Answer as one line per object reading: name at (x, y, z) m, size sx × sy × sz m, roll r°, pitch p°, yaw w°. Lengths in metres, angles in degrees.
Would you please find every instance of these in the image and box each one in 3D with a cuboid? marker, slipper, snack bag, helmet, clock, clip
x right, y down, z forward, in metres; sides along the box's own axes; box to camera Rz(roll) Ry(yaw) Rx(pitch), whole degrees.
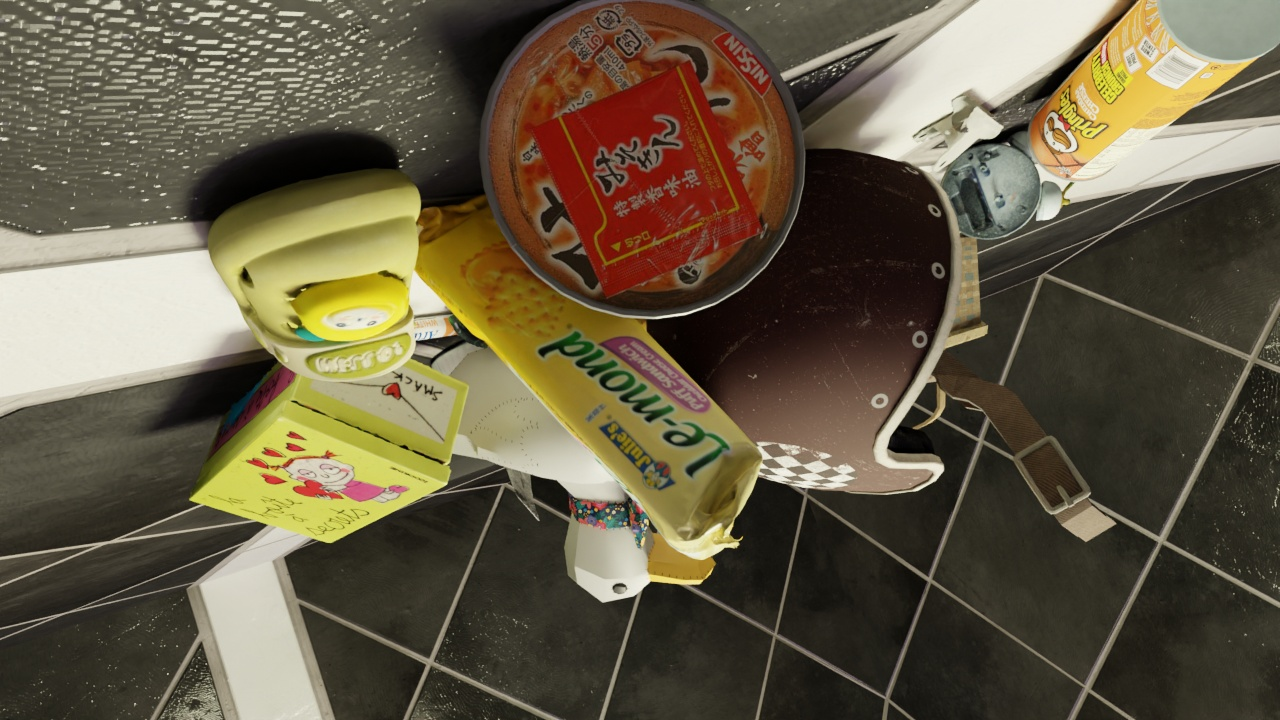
marker at (-0.154, -0.025, 0.683) m, size 0.017 × 0.017 × 0.145 m, roll -28°, pitch 169°, yaw 41°
slipper at (-0.154, -0.027, 0.449) m, size 0.091 × 0.081 × 0.191 m, roll -15°, pitch 173°, yaw -24°
snack bag at (-0.027, 0.009, 0.521) m, size 0.068 × 0.247 × 0.160 m, roll -44°, pitch 168°, yaw -5°
helmet at (0.132, -0.014, 0.616) m, size 0.235 × 0.232 × 0.253 m, roll -21°, pitch 140°, yaw 40°
clock at (0.321, -0.153, 0.807) m, size 0.118 × 0.083 × 0.057 m, roll -20°, pitch 178°, yaw 20°
clip at (0.233, -0.175, 0.688) m, size 0.056 × 0.046 × 0.101 m, roll -30°, pitch 168°, yaw 29°

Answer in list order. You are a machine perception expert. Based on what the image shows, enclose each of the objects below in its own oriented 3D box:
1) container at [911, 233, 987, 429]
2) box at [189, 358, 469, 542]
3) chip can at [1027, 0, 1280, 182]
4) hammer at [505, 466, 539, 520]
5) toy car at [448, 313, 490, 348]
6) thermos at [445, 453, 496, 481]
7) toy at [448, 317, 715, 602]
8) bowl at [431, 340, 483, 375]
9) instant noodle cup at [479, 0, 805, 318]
container at (0.223, -0.030, 0.885) m, size 0.158 × 0.186 × 0.249 m, roll 14°, pitch -163°, yaw 38°
box at (-0.233, 0.064, 0.673) m, size 0.124 × 0.081 × 0.222 m, roll 29°, pitch 142°, yaw -30°
chip can at (0.336, -0.190, 0.617) m, size 0.075 × 0.075 × 0.215 m, roll -21°, pitch 172°, yaw 1°
hammer at (-0.005, 0.005, 0.864) m, size 0.301 × 0.037 × 0.217 m, roll -31°, pitch -148°, yaw 6°
toy car at (-0.100, -0.039, 0.667) m, size 0.090 × 0.038 × 0.027 m, roll -25°, pitch -148°, yaw 34°
thermos at (-0.233, 0.098, 1.059) m, size 0.198 × 0.086 × 0.086 m, roll -19°, pitch 172°, yaw -14°
toy at (-0.046, 0.068, 0.733) m, size 0.247 × 0.268 × 0.140 m, roll 11°, pitch -160°, yaw 2°
bowl at (-0.127, 0.013, 0.848) m, size 0.118 × 0.062 × 0.118 m, roll -21°, pitch 172°, yaw -3°
instant noodle cup at (-0.007, -0.075, 0.402) m, size 0.123 × 0.123 × 0.122 m, roll -20°, pitch -179°, yaw -9°
